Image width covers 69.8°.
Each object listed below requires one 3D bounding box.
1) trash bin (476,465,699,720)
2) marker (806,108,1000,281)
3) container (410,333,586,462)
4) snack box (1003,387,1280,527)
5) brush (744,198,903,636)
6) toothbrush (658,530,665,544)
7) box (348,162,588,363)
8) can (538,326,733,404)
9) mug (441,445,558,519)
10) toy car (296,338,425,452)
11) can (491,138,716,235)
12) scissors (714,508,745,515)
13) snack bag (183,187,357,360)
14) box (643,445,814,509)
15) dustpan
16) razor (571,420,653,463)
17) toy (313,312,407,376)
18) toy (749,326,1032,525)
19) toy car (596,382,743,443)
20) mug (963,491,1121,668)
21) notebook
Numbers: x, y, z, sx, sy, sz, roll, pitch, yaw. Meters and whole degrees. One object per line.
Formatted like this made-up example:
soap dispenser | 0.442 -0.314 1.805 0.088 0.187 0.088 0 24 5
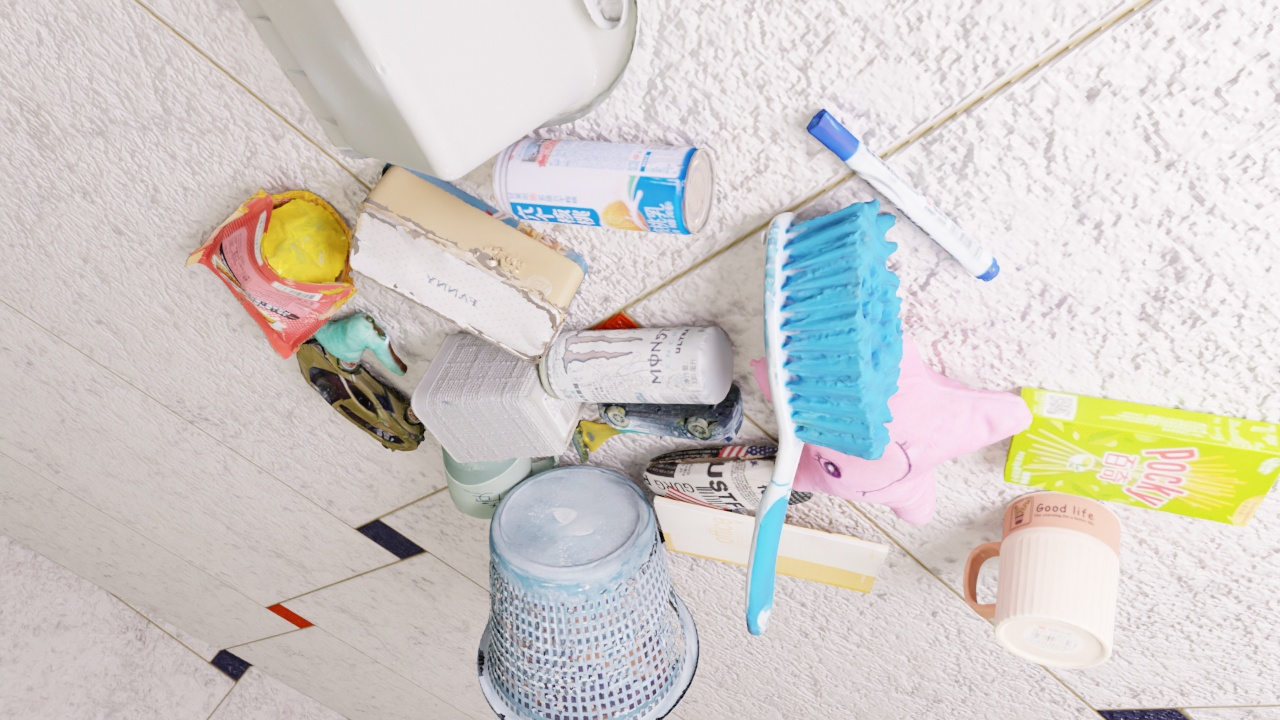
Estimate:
trash bin | -0.057 0.218 0.882 0.227 0.225 0.195 11 128 19
marker | 0.154 -0.093 0.529 0.145 0.016 0.017 36 143 -15
container | -0.114 0.030 0.785 0.114 0.090 0.090 -4 136 30
snack box | 0.332 0.064 0.617 0.156 0.026 0.086 10 143 19
brush | 0.111 0.054 0.601 0.110 0.060 0.315 6 109 37
toothbrush | -0.060 0.162 0.983 0.189 0.016 0.014 18 138 12
box | -0.136 -0.075 0.688 0.184 0.060 0.090 31 144 -5
can | -0.004 0.004 0.710 0.147 0.058 0.058 0 138 31
mug | -0.135 0.093 0.891 0.111 0.082 0.106 -6 143 -9
toy car | -0.286 0.037 0.935 0.158 0.042 0.070 44 140 -21
can | -0.024 -0.111 0.579 0.135 0.053 0.053 8 142 21
scissors | 0.125 0.184 0.904 0.178 0.014 0.160 41 141 -23
snack bag | -0.320 -0.072 0.798 0.128 0.073 0.208 47 144 -17
box | 0.074 0.107 0.802 0.165 0.055 0.070 -11 154 38
dustpan | -0.131 -0.221 0.539 0.258 0.142 0.223 33 157 44
razor | -0.013 0.062 0.815 0.133 0.028 0.043 -14 98 45
toy | -0.264 -0.018 0.858 0.092 0.030 0.096 -14 126 43
toy | 0.154 0.047 0.656 0.178 0.074 0.195 29 139 2
toy car | 0.023 0.037 0.740 0.121 0.054 0.037 7 139 23
mug | 0.301 0.168 0.699 0.115 0.105 0.081 -18 127 43
notebook | 0.119 0.175 0.859 0.206 0.010 0.146 10 153 13
